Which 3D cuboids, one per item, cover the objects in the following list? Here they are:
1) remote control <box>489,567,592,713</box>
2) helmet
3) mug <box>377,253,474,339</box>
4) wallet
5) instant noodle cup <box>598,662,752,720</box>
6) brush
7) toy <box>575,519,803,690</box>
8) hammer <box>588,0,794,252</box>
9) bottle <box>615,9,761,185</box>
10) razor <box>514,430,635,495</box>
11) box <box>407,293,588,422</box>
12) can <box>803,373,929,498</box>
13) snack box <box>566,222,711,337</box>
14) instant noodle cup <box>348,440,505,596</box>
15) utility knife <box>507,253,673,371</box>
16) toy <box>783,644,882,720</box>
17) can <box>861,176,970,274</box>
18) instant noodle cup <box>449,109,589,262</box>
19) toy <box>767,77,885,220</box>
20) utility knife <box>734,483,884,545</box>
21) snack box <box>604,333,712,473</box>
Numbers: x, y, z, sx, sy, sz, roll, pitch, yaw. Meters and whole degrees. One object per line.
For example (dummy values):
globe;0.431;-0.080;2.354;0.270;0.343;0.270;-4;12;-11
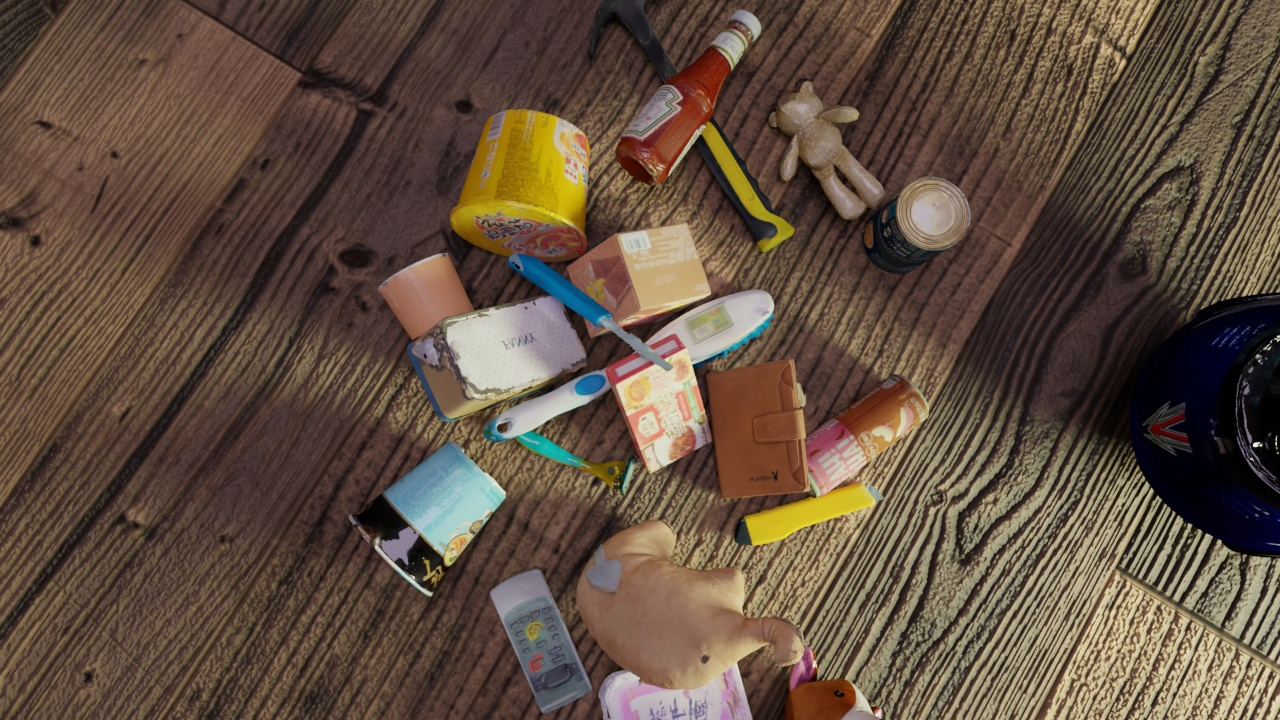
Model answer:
remote control;-0.099;0.277;0.912;0.056;0.019;0.135;-24;86;-5
helmet;0.633;0.058;0.863;0.316;0.240;0.247;-3;83;7
mug;-0.197;-0.036;0.917;0.078;0.078;0.123;-30;92;-6
wallet;0.117;0.070;0.916;0.108;0.031;0.131;-11;83;40
instant noodle cup;0.042;0.371;0.890;0.138;0.060;0.173;-15;83;-5
brush;-0.005;0.005;0.905;0.314;0.109;0.060;-26;86;-4
toy;0.040;0.241;0.853;0.226;0.082;0.143;27;71;32
hammer;0.057;-0.258;0.975;0.126;0.032;0.323;-31;87;-6
bottle;0.054;-0.271;0.932;0.060;0.060;0.205;36;79;1
razor;-0.071;0.096;0.929;0.132;0.028;0.043;22;59;-4
box;-0.127;-0.008;0.877;0.062;0.183;0.089;-28;83;36
can;0.220;0.076;0.933;0.147;0.058;0.058;-35;87;-7
snack box;-0.002;-0.079;0.903;0.092;0.095;0.077;-15;84;-37
instant noodle cup;-0.198;0.145;0.884;0.111;0.111;0.120;45;77;2
utility knife;-0.048;-0.047;0.869;0.236;0.034;0.018;36;115;37
toy;0.173;0.370;0.847;0.131;0.199;0.140;-34;100;32
can;0.278;-0.135;0.933;0.075;0.111;0.075;0;83;-4
instant noodle cup;-0.112;-0.173;0.911;0.138;0.138;0.109;9;74;-2
toy;0.196;-0.218;0.959;0.105;0.066;0.157;-42;75;38
utility knife;0.172;0.158;0.943;0.164;0.015;0.033;-15;91;-6
snack box;0.020;0.045;0.887;0.075;0.153;0.025;-27;49;-7
